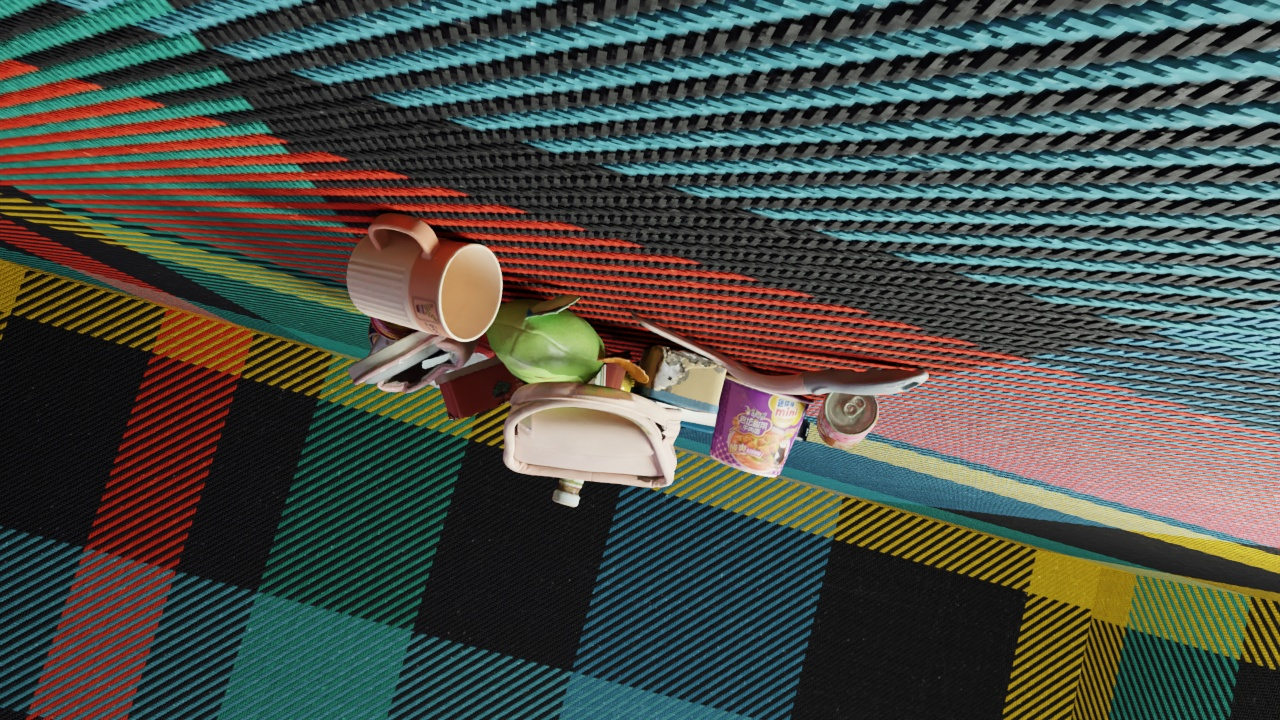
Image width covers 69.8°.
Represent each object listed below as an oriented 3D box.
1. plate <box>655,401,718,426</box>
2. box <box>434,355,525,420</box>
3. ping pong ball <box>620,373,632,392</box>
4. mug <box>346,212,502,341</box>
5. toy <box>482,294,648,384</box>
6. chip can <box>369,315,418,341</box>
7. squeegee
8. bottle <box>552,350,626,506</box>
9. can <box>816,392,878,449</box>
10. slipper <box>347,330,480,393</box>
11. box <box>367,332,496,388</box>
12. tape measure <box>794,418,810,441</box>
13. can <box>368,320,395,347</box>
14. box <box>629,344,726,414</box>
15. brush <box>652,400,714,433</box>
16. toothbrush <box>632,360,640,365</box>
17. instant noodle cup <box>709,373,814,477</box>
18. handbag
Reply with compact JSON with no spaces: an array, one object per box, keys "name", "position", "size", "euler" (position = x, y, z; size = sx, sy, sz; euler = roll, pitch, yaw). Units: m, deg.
[{"name":"plate","position":[0.103,0.062,1.266],"size":[0.163,0.034,0.164],"euler":[13,164,3]},{"name":"box","position":[-0.160,0.028,1.131],"size":[0.168,0.076,0.091],"euler":[-19,-177,-18]},{"name":"ping pong ball","position":[-0.033,0.036,1.370],"size":[0.040,0.040,0.040],"euler":[15,173,2]},{"name":"mug","position":[-0.189,-0.076,0.775],"size":[0.106,0.081,0.115],"euler":[13,146,27]},{"name":"toy","position":[-0.098,-0.014,0.964],"size":[0.227,0.090,0.246],"euler":[11,175,8]},{"name":"chip can","position":[-0.252,-0.064,0.976],"size":[0.071,0.071,0.211],"euler":[17,172,-14]},{"name":"squeegee","position":[0.152,0.014,0.867],"size":[0.250,0.040,0.247],"euler":[7,168,44]},{"name":"bottle","position":[-0.070,0.087,1.196],"size":[0.060,0.206,0.060],"euler":[16,173,2]},{"name":"can","position":[0.222,0.062,0.993],"size":[0.058,0.058,0.147],"euler":[14,172,11]},{"name":"slipper","position":[-0.237,-0.002,1.015],"size":[0.114,0.054,0.274],"euler":[-26,-177,7]},{"name":"box","position":[-0.252,-0.004,1.233],"size":[0.119,0.098,0.201],"euler":[14,173,39]},{"name":"tape measure","position":[0.211,0.096,1.352],"size":[0.066,0.033,0.066],"euler":[9,171,27]},{"name":"can","position":[-0.324,-0.035,1.304],"size":[0.111,0.075,0.075],"euler":[8,170,41]},{"name":"box","position":[0.040,0.023,1.043],"size":[0.090,0.060,0.184],"euler":[16,175,-3]},{"name":"brush","position":[0.067,0.072,1.377],"size":[0.144,0.055,0.073],"euler":[14,173,12]},{"name":"toothbrush","position":[-0.007,0.007,1.214],"size":[0.018,0.015,0.181],"euler":[12,175,-22]},{"name":"instant noodle cup","position":[0.133,0.076,1.053],"size":[0.111,0.099,0.111],"euler":[16,-178,-1]},{"name":"handbag","position":[-0.055,0.065,0.950],"size":[0.193,0.093,0.234],"euler":[4,165,4]}]
